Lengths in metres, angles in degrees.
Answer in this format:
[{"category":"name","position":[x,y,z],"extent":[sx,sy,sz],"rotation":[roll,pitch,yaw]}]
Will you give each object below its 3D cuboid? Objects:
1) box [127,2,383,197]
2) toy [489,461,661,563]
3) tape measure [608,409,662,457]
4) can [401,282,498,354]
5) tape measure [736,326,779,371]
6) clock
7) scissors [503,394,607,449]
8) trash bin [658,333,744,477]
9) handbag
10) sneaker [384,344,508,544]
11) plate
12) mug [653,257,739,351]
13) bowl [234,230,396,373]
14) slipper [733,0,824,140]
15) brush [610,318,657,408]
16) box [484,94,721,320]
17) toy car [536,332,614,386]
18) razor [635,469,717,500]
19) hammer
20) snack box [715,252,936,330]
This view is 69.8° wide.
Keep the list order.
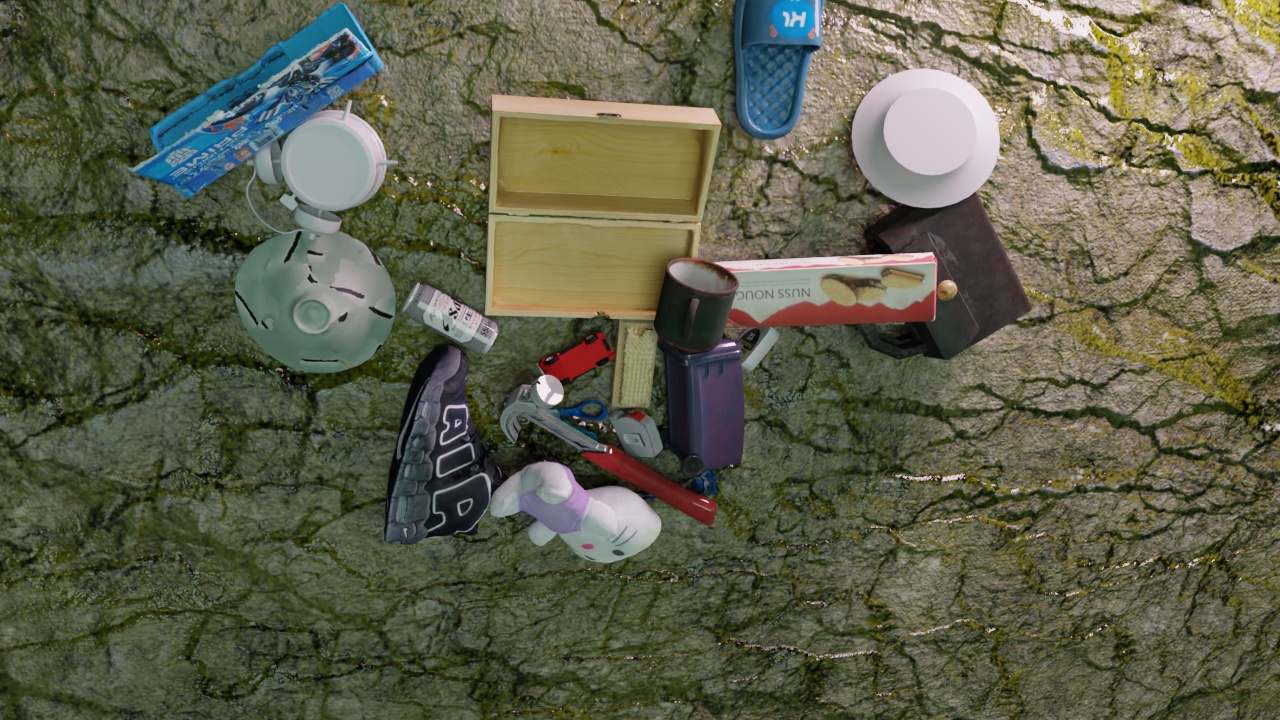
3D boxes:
[{"category":"box","position":[-0.373,-0.250,0.912],"extent":[0.243,0.166,0.075],"rotation":[-34,123,1]},{"category":"toy","position":[-0.075,0.184,1.111],"extent":[0.138,0.085,0.209],"rotation":[-21,141,32]},{"category":"tape measure","position":[-0.005,0.092,1.141],"extent":[0.020,0.062,0.060],"rotation":[-39,115,-37]},{"category":"can","position":[-0.219,-0.048,1.062],"extent":[0.106,0.044,0.044],"rotation":[30,99,-18]},{"category":"tape measure","position":[0.138,-0.019,1.133],"extent":[0.017,0.064,0.065],"rotation":[37,89,-19]},{"category":"clock","position":[-0.346,-0.201,0.985],"extent":[0.159,0.061,0.120],"rotation":[-34,110,5]},{"category":"scissors","position":[-0.106,0.062,1.138],"extent":[0.134,0.016,0.073],"rotation":[23,106,-12]},{"category":"trash bin","position":[0.072,0.047,1.125],"extent":[0.092,0.094,0.161],"rotation":[-10,110,-18]},{"category":"handbag","position":[0.352,-0.092,1.131],"extent":[0.199,0.102,0.197],"rotation":[-35,110,1]},{"category":"sneaker","position":[-0.211,0.111,1.090],"extent":[0.150,0.097,0.253],"rotation":[12,105,-20]},{"category":"plate","position":[0.337,-0.266,1.077],"extent":[0.173,0.019,0.172],"rotation":[0,81,2]},{"category":"mug","position":[0.060,-0.056,1.042],"extent":[0.085,0.110,0.081],"rotation":[15,121,3]},{"category":"bowl","position":[-0.362,-0.057,1.018],"extent":[0.174,0.068,0.174],"rotation":[-4,109,-12]},{"category":"slipper","position":[0.154,-0.358,1.034],"extent":[0.103,0.059,0.214],"rotation":[4,107,-10]},{"category":"brush","position":[-0.007,0.007,1.124],"extent":[0.049,0.039,0.117],"rotation":[2,107,-14]},{"category":"box","position":[-0.050,-0.166,1.047],"extent":[0.247,0.076,0.257],"rotation":[1,115,-11]},{"category":"toy car","position":[-0.079,-0.001,1.115],"extent":[0.089,0.025,0.038],"rotation":[-28,110,-3]},{"category":"razor","position":[0.032,0.171,1.194],"extent":[0.141,0.018,0.044],"rotation":[-10,109,-8]},{"category":"hammer","position":[-0.030,0.125,1.128],"extent":[0.315,0.036,0.126],"rotation":[33,142,-22]},{"category":"snack box","position":[0.206,-0.080,1.084],"extent":[0.273,0.044,0.077],"rotation":[-1,113,12]}]
